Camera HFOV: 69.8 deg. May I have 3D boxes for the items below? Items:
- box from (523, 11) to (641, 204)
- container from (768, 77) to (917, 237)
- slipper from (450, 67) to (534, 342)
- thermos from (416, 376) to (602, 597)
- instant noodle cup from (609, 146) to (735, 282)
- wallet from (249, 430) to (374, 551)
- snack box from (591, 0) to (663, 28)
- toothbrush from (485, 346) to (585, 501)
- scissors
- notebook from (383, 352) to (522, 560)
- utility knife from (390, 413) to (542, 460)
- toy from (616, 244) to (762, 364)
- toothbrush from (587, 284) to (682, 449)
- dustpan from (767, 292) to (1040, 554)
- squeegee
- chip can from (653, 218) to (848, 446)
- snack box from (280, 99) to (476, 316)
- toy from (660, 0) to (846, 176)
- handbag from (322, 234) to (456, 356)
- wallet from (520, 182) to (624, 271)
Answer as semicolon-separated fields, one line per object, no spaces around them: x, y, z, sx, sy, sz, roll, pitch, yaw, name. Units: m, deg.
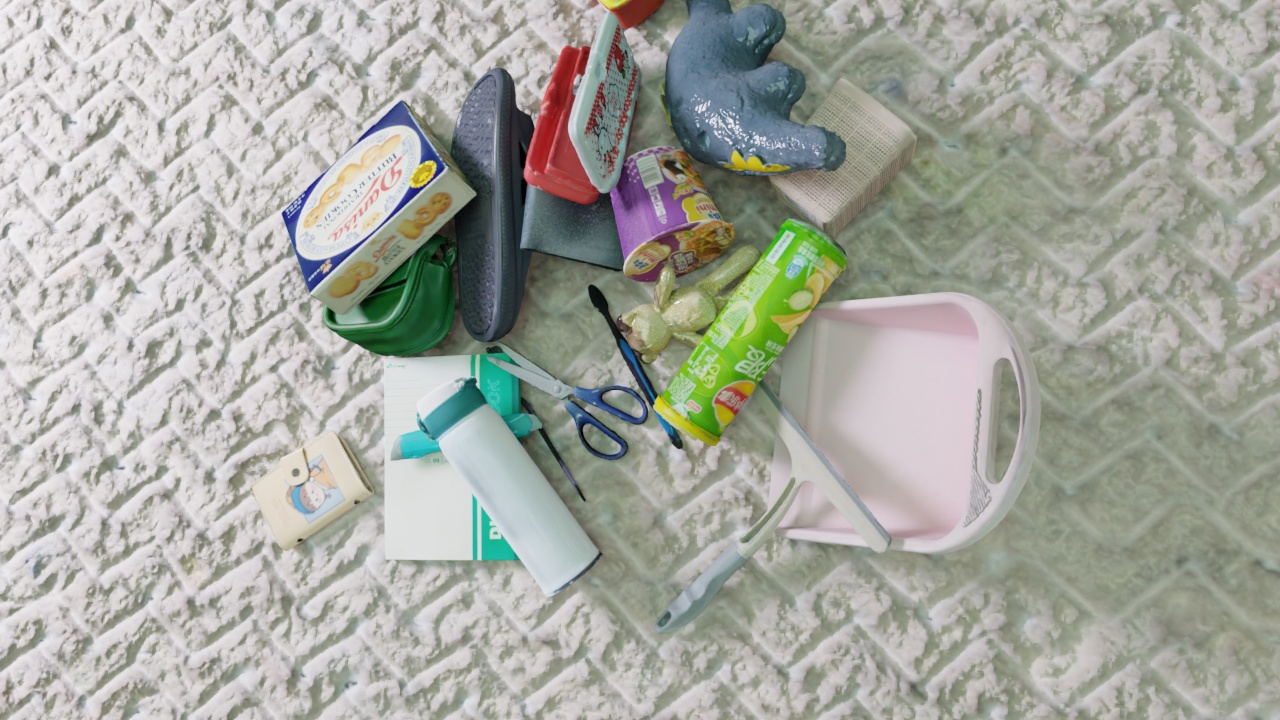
-0.042;-0.246;0.866;0.094;0.092;0.200;19;51;-11;box
0.186;-0.184;0.861;0.090;0.090;0.111;42;96;13;container
-0.135;-0.153;0.928;0.111;0.083;0.268;4;95;53;slipper
-0.131;0.117;0.879;0.073;0.073;0.224;-36;90;5;thermos
0.022;-0.143;0.885;0.112;0.111;0.099;-22;70;8;instant noodle cup
-0.348;0.134;0.967;0.115;0.024;0.087;-33;83;7;wallet
-0.022;-0.391;0.929;0.082;0.080;0.091;-37;78;4;snack box
-0.104;0.062;0.930;0.016;0.014;0.189;-33;78;-6;toothbrush
-0.068;0.025;0.914;0.128;0.012;0.173;-31;88;2;scissors
-0.191;0.099;0.935;0.150;0.012;0.209;-3;86;13;notebook
-0.176;0.076;0.921;0.161;0.013;0.029;-10;86;8;utility knife
0.054;-0.057;0.892;0.157;0.066;0.105;-30;121;3;toy
-0.005;0.005;0.918;0.014;0.016;0.189;-29;81;-3;toothbrush
0.198;0.046;0.761;0.274;0.138;0.222;-1;81;34;dustpan
0.095;0.169;0.847;0.247;0.039;0.246;-54;38;18;squeegee
0.103;-0.027;0.848;0.072;0.072;0.221;37;97;13;chip can
-0.271;-0.159;0.929;0.178;0.046;0.182;-42;45;4;snack box
0.084;-0.260;0.862;0.138;0.091;0.355;-47;44;33;toy
-0.250;-0.069;0.933;0.132;0.068;0.120;-2;66;35;handbag
-0.061;-0.145;0.903;0.019;0.120;0.097;0;83;54;wallet
